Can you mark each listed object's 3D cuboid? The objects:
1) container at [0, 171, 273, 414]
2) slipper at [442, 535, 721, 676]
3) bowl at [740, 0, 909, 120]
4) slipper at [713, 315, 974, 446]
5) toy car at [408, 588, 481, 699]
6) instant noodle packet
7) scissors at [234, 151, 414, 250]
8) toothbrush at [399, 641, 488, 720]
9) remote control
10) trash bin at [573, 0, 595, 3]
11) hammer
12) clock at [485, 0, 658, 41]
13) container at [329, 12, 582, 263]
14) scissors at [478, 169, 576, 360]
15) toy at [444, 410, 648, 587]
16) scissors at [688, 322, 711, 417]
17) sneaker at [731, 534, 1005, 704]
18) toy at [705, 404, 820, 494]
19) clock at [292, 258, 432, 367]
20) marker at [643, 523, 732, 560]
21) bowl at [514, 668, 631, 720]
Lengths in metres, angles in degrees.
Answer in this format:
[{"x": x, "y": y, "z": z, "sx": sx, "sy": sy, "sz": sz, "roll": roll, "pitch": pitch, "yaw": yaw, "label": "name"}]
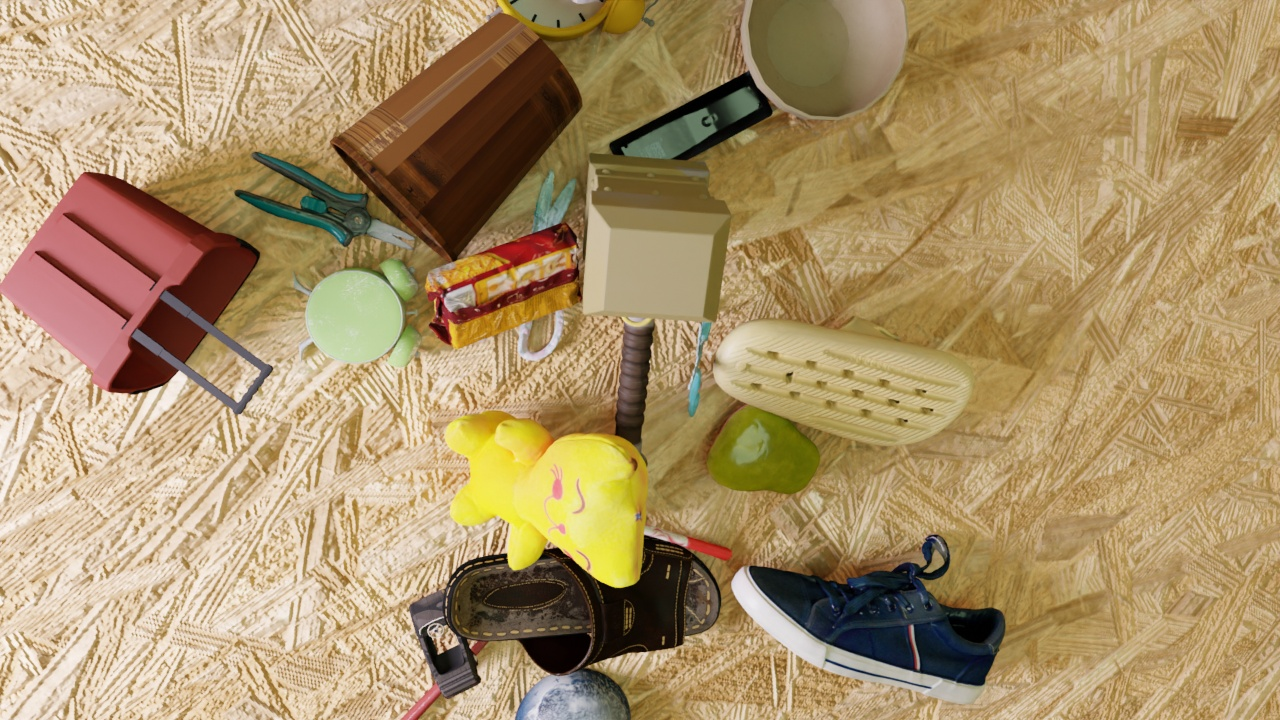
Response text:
[{"x": -0.361, "y": -0.038, "z": 0.714, "sx": 0.201, "sy": 0.127, "sz": 0.148, "roll": 36, "pitch": 89, "yaw": -4, "label": "container"}, {"x": -0.043, "y": 0.222, "z": 0.834, "sx": 0.267, "sy": 0.076, "sz": 0.113, "roll": 5, "pitch": 97, "yaw": -21, "label": "slipper"}, {"x": 0.158, "y": -0.289, "z": 0.820, "sx": 0.152, "sy": 0.050, "sz": 0.152, "roll": -2, "pitch": 98, "yaw": -12, "label": "bowl"}, {"x": 0.183, "y": 0.010, "z": 0.856, "sx": 0.261, "sy": 0.079, "sz": 0.111, "roll": 12, "pitch": 118, "yaw": -20, "label": "slipper"}, {"x": -0.177, "y": 0.254, "z": 0.827, "sx": 0.040, "sy": 0.037, "sz": 0.092, "roll": -25, "pitch": 70, "yaw": -6, "label": "toy car"}, {"x": -0.113, "y": -0.060, "z": 0.764, "sx": 0.135, "sy": 0.099, "sz": 0.039, "roll": -23, "pitch": 64, "yaw": -15, "label": "instant noodle packet"}, {"x": -0.268, "y": -0.125, "z": 0.774, "sx": 0.142, "sy": 0.019, "sz": 0.127, "roll": -22, "pitch": 96, "yaw": -14, "label": "scissors"}, {"x": -0.165, "y": 0.287, "z": 0.859, "sx": 0.190, "sy": 0.016, "sz": 0.016, "roll": -45, "pitch": 108, "yaw": -2, "label": "toothbrush"}, {"x": 0.048, "y": -0.209, "z": 0.825, "sx": 0.150, "sy": 0.022, "sz": 0.047, "roll": -29, "pitch": 103, "yaw": -6, "label": "remote control"}, {"x": 0.031, "y": -0.381, "z": 0.700, "sx": 0.228, "sy": 0.115, "sz": 0.114, "roll": -24, "pitch": 73, "yaw": -23, "label": "trash bin"}, {"x": -0.005, "y": 0.005, "z": 0.790, "sx": 0.100, "sy": 0.190, "sz": 0.325, "roll": 3, "pitch": 116, "yaw": -5, "label": "hammer"}, {"x": -0.057, "y": -0.329, "z": 0.773, "sx": 0.152, "sy": 0.052, "sz": 0.113, "roll": -4, "pitch": 99, "yaw": -6, "label": "clock"}, {"x": -0.141, "y": -0.184, "z": 0.742, "sx": 0.167, "sy": 0.132, "sz": 0.132, "roll": -46, "pitch": 104, "yaw": -8, "label": "container"}, {"x": -0.084, "y": -0.084, "z": 0.824, "sx": 0.103, "sy": 0.016, "sz": 0.179, "roll": 29, "pitch": 88, "yaw": -13, "label": "scissors"}, {"x": -0.073, "y": 0.110, "z": 0.774, "sx": 0.087, "sy": 0.194, "sz": 0.134, "roll": -25, "pitch": 118, "yaw": -50, "label": "toy"}, {"x": 0.056, "y": -0.010, "z": 0.824, "sx": 0.015, "sy": 0.135, "sz": 0.133, "roll": 12, "pitch": 61, "yaw": 3, "label": "scissors"}, {"x": 0.231, "y": 0.231, "z": 0.887, "sx": 0.294, "sy": 0.120, "sz": 0.127, "roll": 20, "pitch": 106, "yaw": -16, "label": "sneaker"}, {"x": 0.120, "y": 0.091, "z": 0.870, "sx": 0.110, "sy": 0.051, "sz": 0.090, "roll": 28, "pitch": 94, "yaw": -17, "label": "toy"}, {"x": -0.234, "y": -0.038, "z": 0.783, "sx": 0.119, "sy": 0.042, "sz": 0.094, "roll": -5, "pitch": 100, "yaw": -11, "label": "clock"}, {"x": 0.033, "y": 0.167, "z": 0.857, "sx": 0.142, "sy": 0.013, "sz": 0.013, "roll": 24, "pitch": 93, "yaw": -34, "label": "marker"}, {"x": -0.061, "y": 0.358, "z": 0.868, "sx": 0.114, "sy": 0.061, "sz": 0.114, "roll": -1, "pitch": 98, "yaw": -10, "label": "bowl"}]
